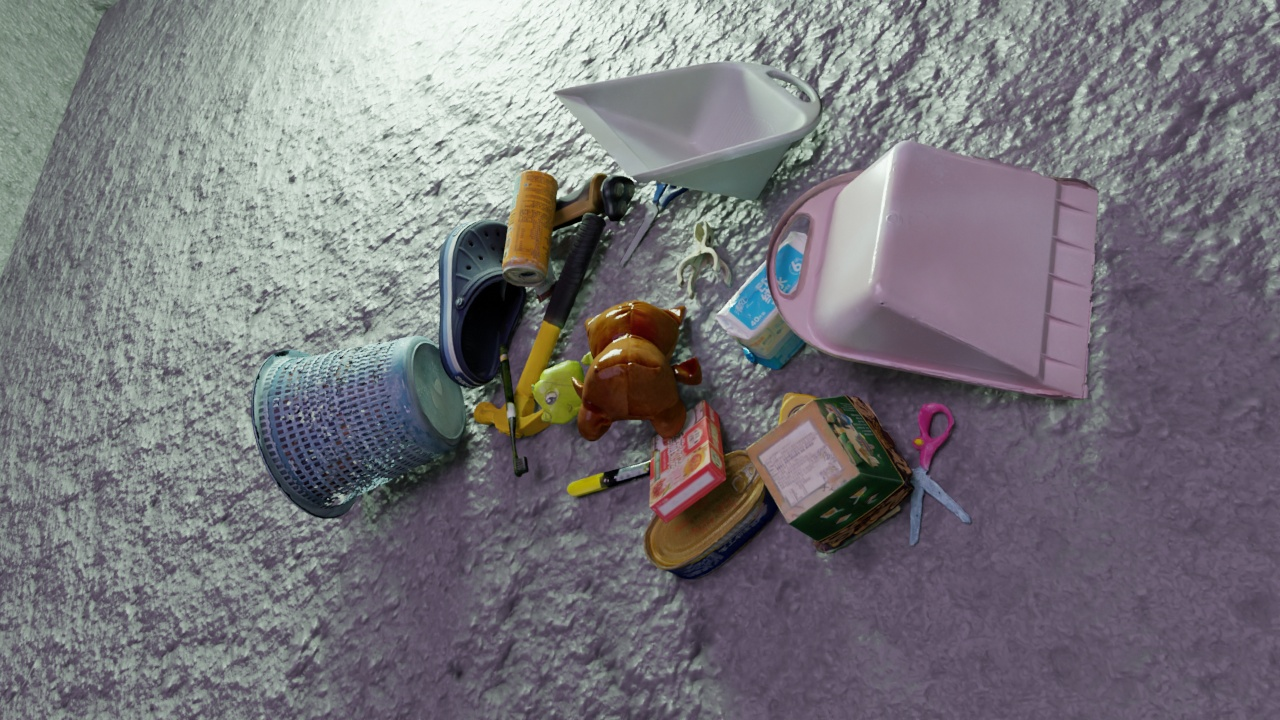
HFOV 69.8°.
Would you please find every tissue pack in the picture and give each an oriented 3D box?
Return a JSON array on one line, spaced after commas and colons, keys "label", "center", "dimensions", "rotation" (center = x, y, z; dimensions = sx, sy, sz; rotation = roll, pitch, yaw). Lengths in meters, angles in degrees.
[{"label": "tissue pack", "center": [0.148, -0.061, 0.944], "dimensions": [0.140, 0.090, 0.063], "rotation": [-48, 52, 5]}]

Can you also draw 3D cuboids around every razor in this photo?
[{"label": "razor", "center": [-0.083, -0.200, 1.222], "dimensions": [0.168, 0.062, 0.067], "rotation": [-17, 88, 34]}]

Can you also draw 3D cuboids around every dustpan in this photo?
[{"label": "dustpan", "center": [0.268, -0.086, 0.857], "dimensions": [0.139, 0.273, 0.222], "rotation": [133, 157, -67]}, {"label": "dustpan", "center": [0.073, -0.293, 1.062], "dimensions": [0.143, 0.257, 0.222], "rotation": [-61, 43, 25]}]

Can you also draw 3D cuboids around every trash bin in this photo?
[{"label": "trash bin", "center": [-0.339, 0.068, 1.166], "dimensions": [0.195, 0.226, 0.226], "rotation": [-17, 55, 13]}]

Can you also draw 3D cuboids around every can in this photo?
[{"label": "can", "center": [0.072, 0.154, 0.906], "dimensions": [0.148, 0.049, 0.074], "rotation": [-43, 48, 8]}, {"label": "can", "center": [-0.142, -0.171, 1.187], "dimensions": [0.058, 0.058, 0.145], "rotation": [-10, 64, 32]}]

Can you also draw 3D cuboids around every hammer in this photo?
[{"label": "hammer", "center": [-0.109, -0.045, 1.153], "dimensions": [0.129, 0.033, 0.300], "rotation": [12, 76, 38]}]

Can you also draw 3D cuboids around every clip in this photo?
[{"label": "clip", "center": [0.065, -0.114, 1.072], "dimensions": [0.096, 0.035, 0.101], "rotation": [-40, 44, 10]}]

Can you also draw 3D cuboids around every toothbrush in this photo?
[{"label": "toothbrush", "center": [-0.154, 0.056, 1.109], "dimensions": [0.017, 0.012, 0.185], "rotation": [-25, 56, 18]}]

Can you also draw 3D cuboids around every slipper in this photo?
[{"label": "slipper", "center": [-0.204, -0.087, 1.205], "dimensions": [0.095, 0.105, 0.252], "rotation": [-14, 58, 31]}]

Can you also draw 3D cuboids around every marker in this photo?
[{"label": "marker", "center": [-0.026, 0.130, 1.018], "dimensions": [0.124, 0.015, 0.018], "rotation": [-19, 56, 23]}]

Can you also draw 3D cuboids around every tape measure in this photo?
[{"label": "tape measure", "center": [0.164, 0.063, 0.904], "dimensions": [0.057, 0.028, 0.060], "rotation": [6, 85, 35]}]

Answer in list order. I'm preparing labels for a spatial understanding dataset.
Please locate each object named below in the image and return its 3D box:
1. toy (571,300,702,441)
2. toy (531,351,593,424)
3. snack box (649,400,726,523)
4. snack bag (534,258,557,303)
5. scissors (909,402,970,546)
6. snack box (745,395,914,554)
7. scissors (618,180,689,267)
[{"label": "toy", "center": [-0.006, 0.006, 0.998], "dimensions": [0.140, 0.131, 0.199], "rotation": [-2, 39, -1]}, {"label": "toy", "center": [-0.077, 0.031, 1.075], "dimensions": [0.100, 0.031, 0.096], "rotation": [9, 68, -1]}, {"label": "snack box", "center": [0.046, 0.098, 0.921], "dimensions": [0.075, 0.025, 0.152], "rotation": [-39, 15, 15]}, {"label": "snack bag", "center": [-0.134, -0.130, 1.221], "dimensions": [0.048, 0.026, 0.104], "rotation": [-32, 70, 24]}, {"label": "scissors", "center": [0.245, 0.102, 0.835], "dimensions": [0.125, 0.017, 0.133], "rotation": [-1, 69, 34]}, {"label": "snack box", "center": [0.160, 0.095, 0.817], "dimensions": [0.118, 0.105, 0.118], "rotation": [-41, 60, 21]}, {"label": "scissors", "center": [0.011, -0.196, 1.172], "dimensions": [0.175, 0.012, 0.105], "rotation": [-41, 50, 12]}]
